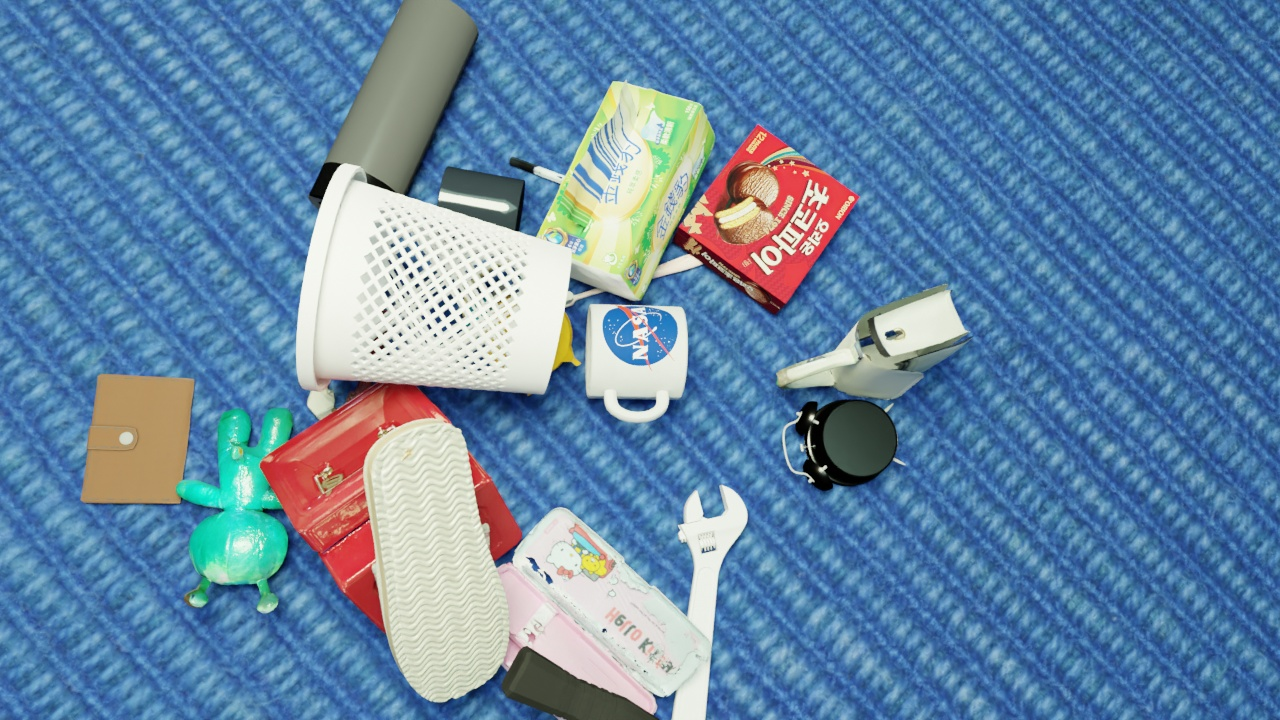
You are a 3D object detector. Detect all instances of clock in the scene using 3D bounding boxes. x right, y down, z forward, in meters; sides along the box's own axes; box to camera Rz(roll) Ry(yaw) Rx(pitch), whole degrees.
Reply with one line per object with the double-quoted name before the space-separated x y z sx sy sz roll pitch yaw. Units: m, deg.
"clock" 0.202 0.083 0.926 0.120 0.043 0.091 -6 79 -8
"clock" -0.117 -0.036 0.907 0.099 0.043 0.129 -30 92 3

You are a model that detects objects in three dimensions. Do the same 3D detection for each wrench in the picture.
"wrench" 0.058 0.256 0.886 0.066 0.018 0.273 9 78 -5

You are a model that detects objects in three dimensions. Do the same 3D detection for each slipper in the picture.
"slipper" -0.166 0.162 0.747 0.114 0.052 0.263 -24 122 -32

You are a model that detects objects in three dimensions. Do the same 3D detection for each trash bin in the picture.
"trash bin" -0.172 -0.053 0.802 0.199 0.196 0.195 11 77 -10

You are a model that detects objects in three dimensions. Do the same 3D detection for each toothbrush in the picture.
"toothbrush" -0.006 -0.086 0.950 0.181 0.018 0.015 -18 77 -11

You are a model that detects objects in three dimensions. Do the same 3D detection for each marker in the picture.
"marker" -0.066 -0.184 0.966 0.152 0.011 0.011 20 76 -2

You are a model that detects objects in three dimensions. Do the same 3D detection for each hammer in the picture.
"hammer" 0.028 0.342 0.810 0.328 0.039 0.131 32 79 -16

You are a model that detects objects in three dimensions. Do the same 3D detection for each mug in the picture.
"mug" -0.005 0.005 0.888 0.090 0.091 0.121 1 61 -7
"mug" -0.160 -0.140 0.905 0.077 0.071 0.104 9 45 -5

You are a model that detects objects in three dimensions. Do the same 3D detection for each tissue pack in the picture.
"tissue pack" -0.022 -0.175 0.879 0.120 0.141 0.197 15 79 19

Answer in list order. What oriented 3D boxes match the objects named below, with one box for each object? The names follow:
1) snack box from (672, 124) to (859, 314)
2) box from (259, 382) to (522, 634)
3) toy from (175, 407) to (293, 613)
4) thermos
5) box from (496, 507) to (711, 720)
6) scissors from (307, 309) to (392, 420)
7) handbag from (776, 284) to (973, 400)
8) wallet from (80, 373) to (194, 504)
"snack box" 0.132 -0.149 0.964 0.132 0.036 0.151 36 72 2
"box" -0.216 0.137 0.830 0.156 0.156 0.170 -35 127 -16
"toy" -0.363 0.133 0.837 0.130 0.072 0.193 0 69 -7
"thermos" -0.246 -0.245 0.921 0.082 0.082 0.240 21 76 -2
"box" -0.053 0.253 0.855 0.201 0.067 0.153 43 72 3
"scissors" -0.287 0.027 0.884 0.184 0.015 0.179 -41 86 -20
"handbag" 0.217 0.004 0.892 0.176 0.151 0.074 -18 77 -6
"wallet" -0.472 0.074 0.862 0.087 0.013 0.121 3 78 -9
